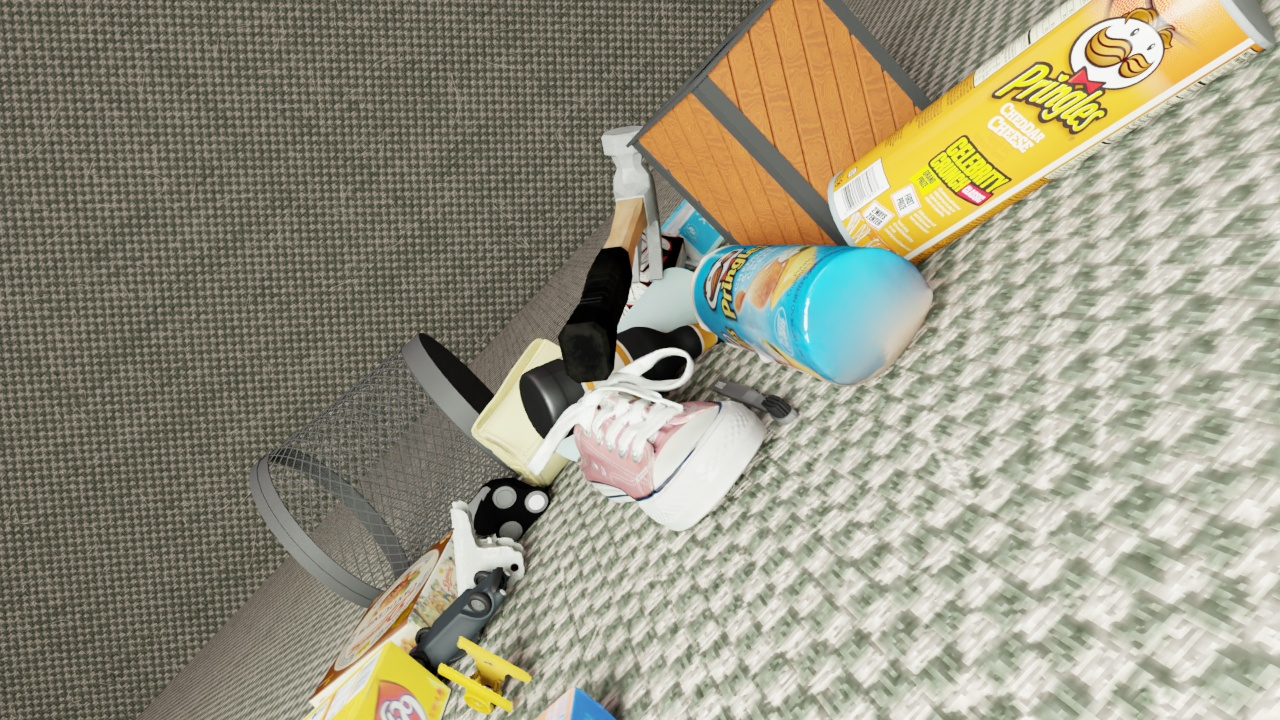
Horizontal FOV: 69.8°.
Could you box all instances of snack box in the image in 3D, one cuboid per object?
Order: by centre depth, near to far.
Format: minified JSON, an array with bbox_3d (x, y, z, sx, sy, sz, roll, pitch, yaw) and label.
[{"bbox_3d":[-0.073,0.223,0.404,0.151,0.034,0.087,-43,12,16],"label":"snack box"},{"bbox_3d":[-0.197,0.287,0.562,0.110,0.061,0.230,-44,12,14],"label":"snack box"},{"bbox_3d":[-0.216,0.239,0.837,0.143,0.041,0.146,-41,12,21],"label":"snack box"}]

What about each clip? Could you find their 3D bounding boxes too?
[{"bbox_3d":[-0.097,0.199,0.559,0.049,0.054,0.044,-68,-11,11],"label":"clip"},{"bbox_3d":[-0.121,0.164,0.726,0.058,0.102,0.050,-2,10,5],"label":"clip"}]

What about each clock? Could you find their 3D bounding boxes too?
[{"bbox_3d":[0.006,-0.056,0.941,0.114,0.065,0.155,-14,-56,-75],"label":"clock"}]

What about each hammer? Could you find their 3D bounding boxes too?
[{"bbox_3d":[-0.018,-0.079,0.712,0.039,0.131,0.327,-6,27,10],"label":"hammer"}]

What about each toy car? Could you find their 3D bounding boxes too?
[{"bbox_3d":[-0.139,0.204,0.697,0.112,0.034,0.046,-46,11,10],"label":"toy car"}]

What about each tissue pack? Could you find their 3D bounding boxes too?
[{"bbox_3d":[0.074,-0.164,1.107,0.144,0.061,0.093,-52,14,-13],"label":"tissue pack"}]

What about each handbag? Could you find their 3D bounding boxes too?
[{"bbox_3d":[-0.089,0.058,0.868,0.119,0.081,0.111,-54,-23,-14],"label":"handbag"}]

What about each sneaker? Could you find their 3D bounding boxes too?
[{"bbox_3d":[-0.002,0.049,0.601,0.118,0.088,0.241,-51,11,-17],"label":"sneaker"}]

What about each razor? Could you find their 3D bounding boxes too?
[{"bbox_3d":[-0.138,0.142,0.868,0.156,0.057,0.060,-22,59,62],"label":"razor"}]

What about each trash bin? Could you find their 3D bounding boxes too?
[{"bbox_3d":[0.115,-0.173,0.716,0.139,0.172,0.140,-50,12,-16],"label":"trash bin"},{"bbox_3d":[-0.262,0.114,1.014,0.227,0.218,0.218,-43,12,0],"label":"trash bin"}]

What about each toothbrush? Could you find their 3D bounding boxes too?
[{"bbox_3d":[0.072,0.025,0.614,0.013,0.013,0.167,-47,9,-4],"label":"toothbrush"}]

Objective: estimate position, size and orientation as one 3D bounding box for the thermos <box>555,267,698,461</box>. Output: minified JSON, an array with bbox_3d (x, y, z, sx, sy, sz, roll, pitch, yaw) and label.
[{"bbox_3d":[-0.008,0.003,0.810,0.206,0.078,0.065,-51,-9,-33],"label":"thermos"}]

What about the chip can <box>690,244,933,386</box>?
[{"bbox_3d":[0.094,-0.033,0.562,0.080,0.080,0.229,-47,13,-2],"label":"chip can"}]

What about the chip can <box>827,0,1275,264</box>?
[{"bbox_3d":[0.206,-0.130,0.494,0.216,0.075,0.075,-35,16,43],"label":"chip can"}]

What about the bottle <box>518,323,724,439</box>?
[{"bbox_3d":[-0.004,0.004,0.732,0.181,0.059,0.059,-24,1,-25],"label":"bottle"}]
